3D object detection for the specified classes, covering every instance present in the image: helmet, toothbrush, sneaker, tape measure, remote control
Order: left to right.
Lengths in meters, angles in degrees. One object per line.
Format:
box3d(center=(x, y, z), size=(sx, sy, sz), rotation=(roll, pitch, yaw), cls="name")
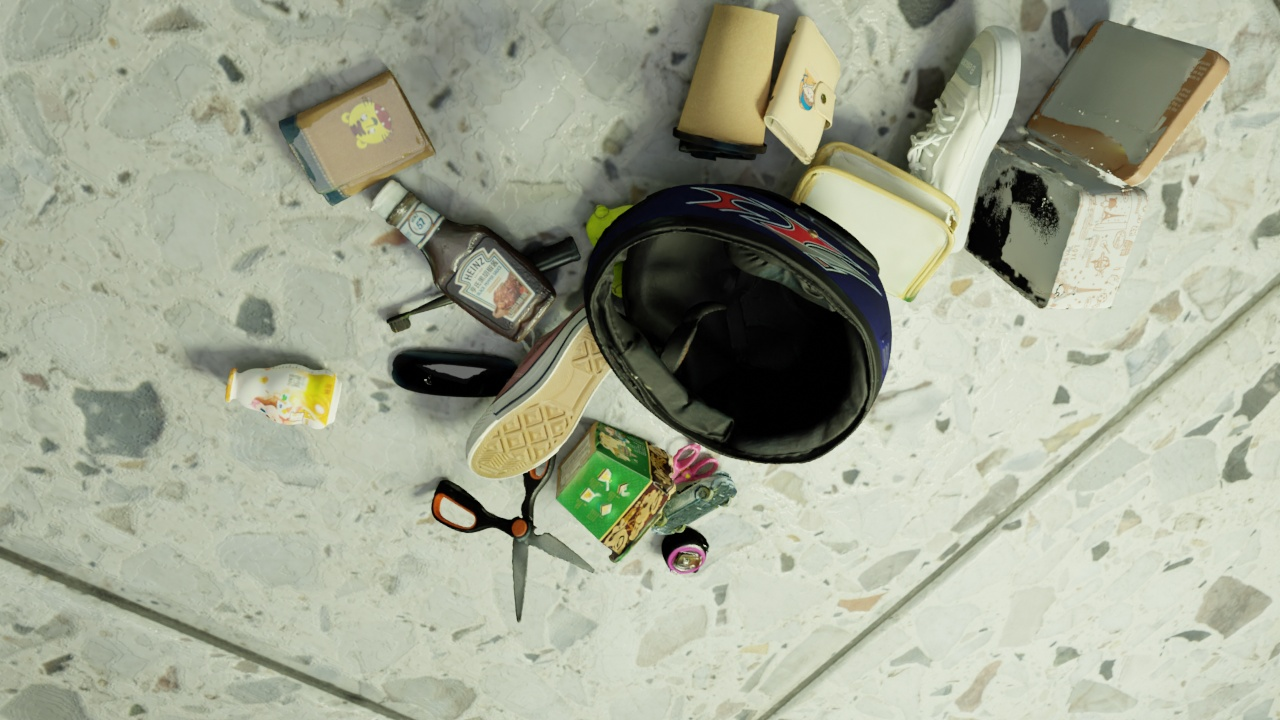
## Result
box3d(center=(-0.200, 0.017, 0.997), size=(0.136, 0.024, 0.053), rotation=(4, 119, -14), cls="remote control")
box3d(center=(-0.164, -0.076, 0.951), size=(0.212, 0.026, 0.027), rotation=(-23, 113, 1), cls="toothbrush")
box3d(center=(-0.105, 0.024, 0.984), size=(0.118, 0.087, 0.241), rotation=(29, 109, -33), cls="sneaker")
box3d(center=(0.057, 0.245, 1.173), size=(0.057, 0.039, 0.057), rotation=(15, 115, -20), cls="tape measure")
box3d(center=(0.090, -0.055, 0.887), size=(0.315, 0.240, 0.248), rotation=(36, 113, -20), cls="helmet")
box3d(center=(0.309, -0.222, 0.943), size=(0.090, 0.089, 0.243), rotation=(1, 125, -8), cls="sneaker")

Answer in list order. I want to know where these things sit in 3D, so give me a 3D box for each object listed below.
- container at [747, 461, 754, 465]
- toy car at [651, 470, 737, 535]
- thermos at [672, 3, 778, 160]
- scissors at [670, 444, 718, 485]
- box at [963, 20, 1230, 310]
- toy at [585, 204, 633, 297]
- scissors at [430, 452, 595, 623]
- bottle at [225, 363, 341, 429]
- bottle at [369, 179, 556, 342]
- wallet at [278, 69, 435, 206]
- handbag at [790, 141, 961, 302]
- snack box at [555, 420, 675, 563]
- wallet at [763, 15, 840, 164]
box3d(center=(0.143, 0.043, 1.052), size=(0.111, 0.090, 0.090), rotation=(-31, 121, 2), cls="container")
box3d(center=(0.063, 0.177, 1.132), size=(0.121, 0.036, 0.054), rotation=(-36, 146, 20), cls="toy car")
box3d(center=(0.085, -0.259, 0.871), size=(0.093, 0.093, 0.143), rotation=(5, 109, -15), cls="thermos")
box3d(center=(0.028, 0.148, 1.126), size=(0.137, 0.017, 0.073), rotation=(-33, 130, 10), cls="scissors")
box3d(center=(0.445, -0.201, 0.928), size=(0.110, 0.178, 0.260), rotation=(-1, 121, -13), cls="box")
box3d(center=(-0.020, -0.116, 0.957), size=(0.096, 0.031, 0.100), rotation=(22, 116, -27), cls="toy")
box3d(center=(-0.139, 0.170, 1.025), size=(0.021, 0.235, 0.220), rotation=(38, 65, -61), cls="scissors")
box3d(center=(-0.368, 0.034, 0.947), size=(0.108, 0.063, 0.063), rotation=(11, 116, -18), cls="bottle")
box3d(center=(-0.177, -0.102, 0.905), size=(0.195, 0.044, 0.080), rotation=(39, 97, -15), cls="bottle")
box3d(center=(-0.262, -0.206, 0.854), size=(0.115, 0.033, 0.090), rotation=(-26, 120, -1), cls="wallet")
box3d(center=(0.227, -0.125, 0.965), size=(0.163, 0.063, 0.179), rotation=(28, 140, 5), cls="handbag")
box3d(center=(-0.036, 0.142, 1.062), size=(0.105, 0.118, 0.118), rotation=(35, 106, -14), cls="snack box")
box3d(center=(0.161, -0.257, 0.882), size=(0.087, 0.024, 0.115), rotation=(35, 67, -44), cls="wallet")
